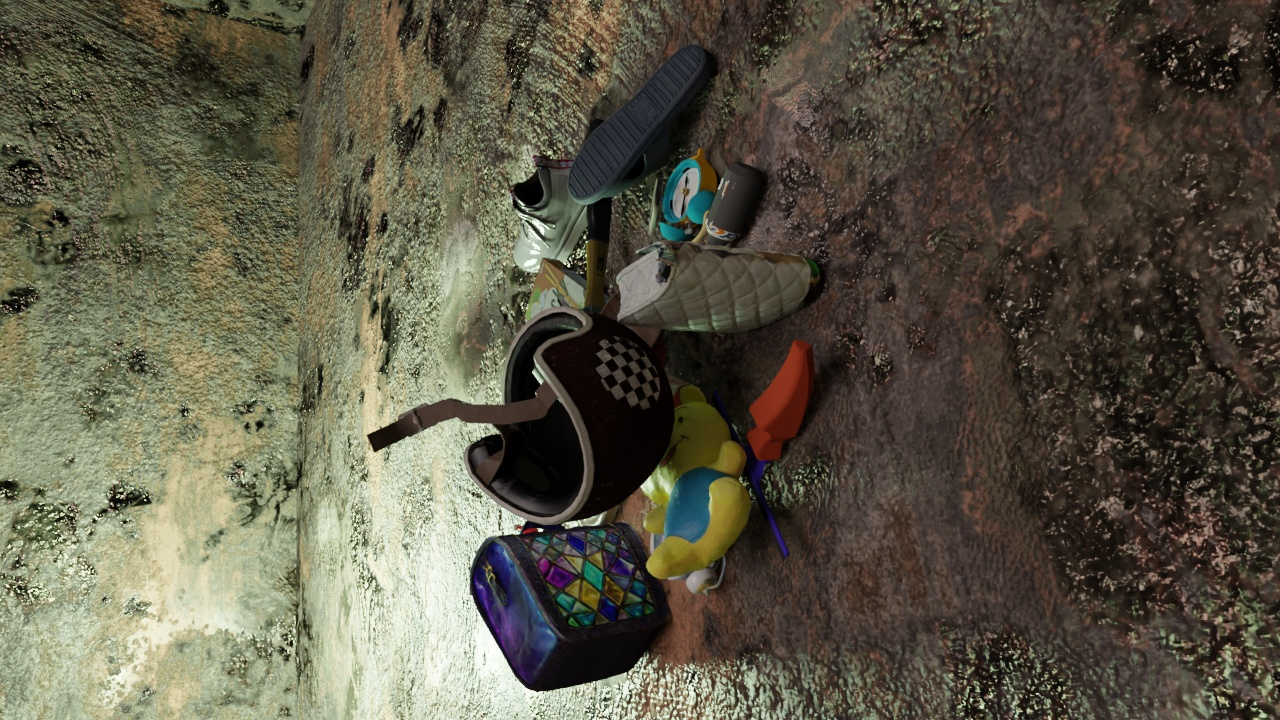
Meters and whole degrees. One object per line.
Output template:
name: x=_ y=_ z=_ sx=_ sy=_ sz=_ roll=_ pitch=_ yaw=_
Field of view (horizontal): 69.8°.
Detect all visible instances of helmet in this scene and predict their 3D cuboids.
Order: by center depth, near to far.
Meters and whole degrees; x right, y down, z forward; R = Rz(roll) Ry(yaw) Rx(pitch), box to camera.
helmet: x=-0.093 y=0.063 z=1.000 sx=0.234 sy=0.252 sz=0.234 roll=49 pitch=128 yaw=11

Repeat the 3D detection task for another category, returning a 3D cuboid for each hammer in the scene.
hammer: x=-0.060 y=-0.190 z=1.302 sx=0.025 sy=0.117 sz=0.332 roll=-21 pitch=63 yaw=52

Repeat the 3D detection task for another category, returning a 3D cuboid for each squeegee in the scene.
squeegee: x=0.147 y=0.055 z=0.977 sx=0.249 sy=0.055 sz=0.185 roll=-110 pitch=25 yaw=-47

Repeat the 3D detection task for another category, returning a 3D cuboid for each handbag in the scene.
handbag: x=0.077 y=-0.082 z=0.983 sx=0.139 sy=0.194 sz=0.072 roll=-26 pitch=67 yaw=55
handbag: x=-0.096 y=0.293 z=1.185 sx=0.222 sy=0.204 sz=0.126 roll=56 pitch=130 yaw=37

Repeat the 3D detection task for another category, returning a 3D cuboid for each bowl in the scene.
bowl: x=-0.005 y=-0.039 z=1.151 sx=0.120 sy=0.032 sz=0.119 roll=-23 pitch=55 yaw=36

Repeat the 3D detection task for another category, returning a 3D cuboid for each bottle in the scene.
bottle: x=0.106 y=-0.178 z=1.088 sx=0.047 sy=0.047 sz=0.112 roll=48 pitch=124 yaw=49

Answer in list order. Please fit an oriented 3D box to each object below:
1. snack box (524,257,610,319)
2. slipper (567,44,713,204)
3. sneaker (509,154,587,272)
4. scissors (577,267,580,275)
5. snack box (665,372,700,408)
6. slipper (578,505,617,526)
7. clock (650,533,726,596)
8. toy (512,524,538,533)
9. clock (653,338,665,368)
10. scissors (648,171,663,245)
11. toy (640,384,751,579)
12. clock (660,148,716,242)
snack box: x=-0.106 y=-0.075 z=1.390 sx=0.186 sy=0.031 sz=0.101 roll=38 pitch=116 yaw=46
slipper: x=0.012 y=-0.300 z=1.233 sx=0.264 sy=0.082 sz=0.101 roll=-44 pitch=46 yaw=19
sneaker: x=-0.157 y=-0.227 z=1.426 sx=0.264 sy=0.128 sz=0.096 roll=-45 pitch=48 yaw=46
scissors: x=-0.120 y=-0.066 z=1.447 sx=0.142 sy=0.014 sz=0.165 roll=6 pitch=89 yaw=54
snack box: x=0.009 y=0.065 z=1.153 sx=0.079 sy=0.094 sz=0.093 roll=24 pitch=104 yaw=55
slipper: x=-0.069 y=0.123 z=1.264 sx=0.115 sy=0.052 sz=0.263 roll=43 pitch=132 yaw=47
clock: x=0.063 y=0.224 z=1.088 sx=0.125 sy=0.051 sz=0.089 roll=24 pitch=104 yaw=53
toy: x=-0.153 y=0.307 z=1.357 sx=0.098 sy=0.099 sz=0.119 roll=19 pitch=102 yaw=59
clock: x=-0.007 y=0.007 z=1.234 sx=0.087 sy=0.044 sz=0.124 roll=8 pitch=90 yaw=57
scissors: x=0.015 y=-0.175 z=1.223 sx=0.154 sy=0.012 sz=0.163 roll=102 pitch=177 yaw=-73
toy: x=0.059 y=0.138 z=1.039 sx=0.149 sy=0.084 sz=0.213 roll=-46 pitch=30 yaw=16
clock: x=0.062 y=-0.200 z=1.165 sx=0.099 sy=0.043 sz=0.129 roll=-30 pitch=53 yaw=52
